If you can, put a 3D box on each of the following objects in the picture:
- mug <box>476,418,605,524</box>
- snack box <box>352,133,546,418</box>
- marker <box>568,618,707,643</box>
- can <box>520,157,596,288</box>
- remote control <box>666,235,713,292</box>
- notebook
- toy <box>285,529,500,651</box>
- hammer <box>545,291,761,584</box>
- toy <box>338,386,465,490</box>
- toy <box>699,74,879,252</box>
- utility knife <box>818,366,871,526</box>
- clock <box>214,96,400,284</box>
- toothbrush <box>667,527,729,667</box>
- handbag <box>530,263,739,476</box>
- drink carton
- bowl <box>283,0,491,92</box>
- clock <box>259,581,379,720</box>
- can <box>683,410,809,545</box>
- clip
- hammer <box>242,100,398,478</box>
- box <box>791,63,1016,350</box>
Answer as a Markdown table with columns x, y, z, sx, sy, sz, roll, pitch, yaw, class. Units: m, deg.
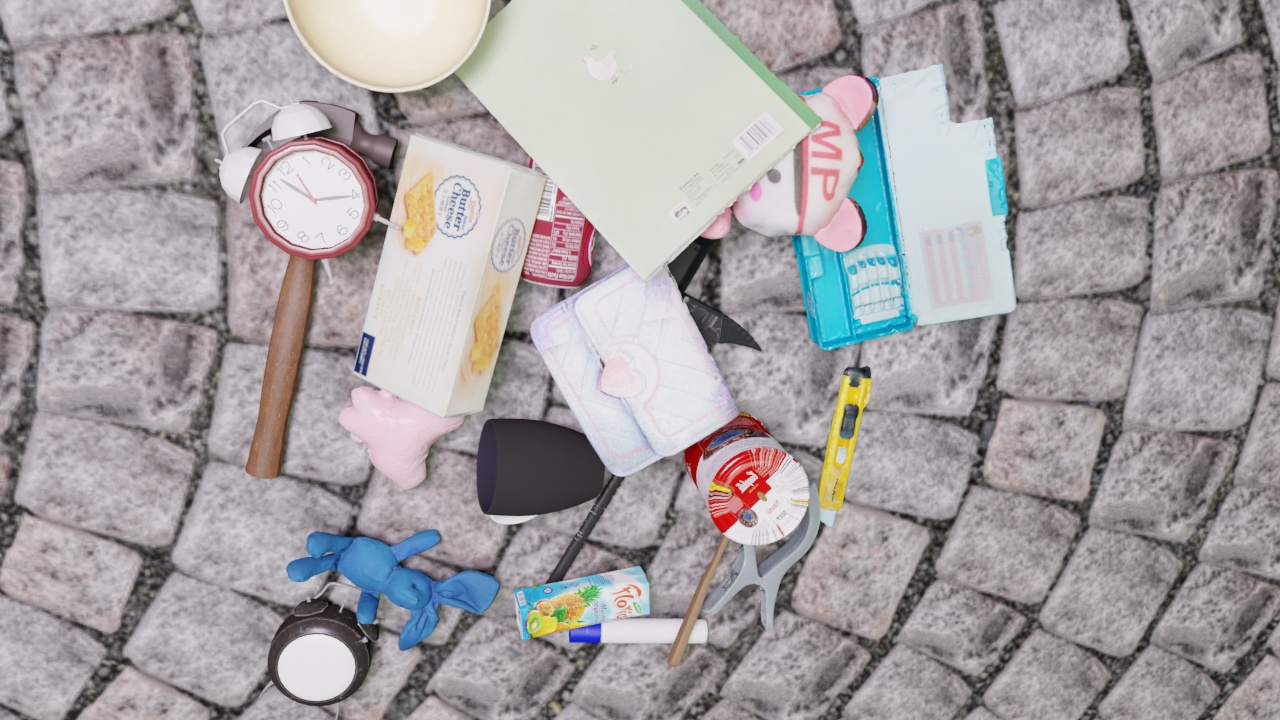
| x | y | z | sx | sy | sz | roll | pitch | yaw | class |
| --- | --- | --- | --- | --- | --- | --- | --- | --- | --- |
| -0.092 | 0.107 | 0.820 | 0.100 | 0.084 | 0.119 | 4 | 133 | -22 | mug |
| -0.156 | -0.068 | 0.746 | 0.104 | 0.057 | 0.208 | 22 | 102 | 25 | snack box |
| -0.002 | 0.261 | 0.892 | 0.133 | 0.023 | 0.027 | 3 | 81 | -9 | marker |
| -0.067 | -0.121 | 0.768 | 0.063 | 0.063 | 0.114 | 7 | 103 | -10 | can |
| 0.009 | -0.052 | 0.816 | 0.047 | 0.022 | 0.150 | 28 | 98 | -14 | remote control |
| -0.011 | -0.211 | 0.717 | 0.182 | 0.010 | 0.252 | -42 | 77 | 2 | notebook |
| -0.228 | 0.203 | 0.823 | 0.176 | 0.071 | 0.113 | 28 | 98 | -21 | toy |
| -0.006 | 0.096 | 0.852 | 0.095 | 0.015 | 0.325 | 26 | 102 | -25 | hammer |
| -0.213 | 0.057 | 0.796 | 0.096 | 0.052 | 0.099 | 30 | 103 | -21 | toy |
| 0.080 | -0.164 | 0.743 | 0.213 | 0.084 | 0.142 | 4 | 86 | 10 | toy |
| 0.194 | 0.083 | 0.882 | 0.030 | 0.017 | 0.163 | 9 | 105 | -1 | utility knife |
| -0.260 | -0.135 | 0.711 | 0.096 | 0.048 | 0.137 | -39 | 110 | 1 | clock |
| 0.060 | 0.214 | 0.878 | 0.016 | 0.016 | 0.167 | 23 | 88 | -9 | toothbrush |
| -0.005 | 0.004 | 0.779 | 0.126 | 0.069 | 0.158 | -27 | 95 | 10 | handbag |
| -0.053 | 0.227 | 0.861 | 0.128 | 0.038 | 0.044 | -8 | 113 | -14 | drink carton |
| -0.190 | -0.282 | 0.705 | 0.150 | 0.075 | 0.151 | -2 | 103 | -8 | bowl |
| -0.292 | 0.268 | 0.842 | 0.091 | 0.043 | 0.123 | 23 | 99 | -13 | clock |
| 0.091 | 0.101 | 0.817 | 0.086 | 0.116 | 0.087 | -2 | 104 | -8 | can |
| 0.108 | 0.178 | 0.886 | 0.107 | 0.028 | 0.163 | 16 | 100 | -10 | clip |
| -0.291 | -0.054 | 0.770 | 0.115 | 0.033 | 0.323 | 12 | 102 | -13 | hammer |
| 0.222 | -0.135 | 0.809 | 0.185 | 0.056 | 0.227 | -11 | 105 | 6 | box |
